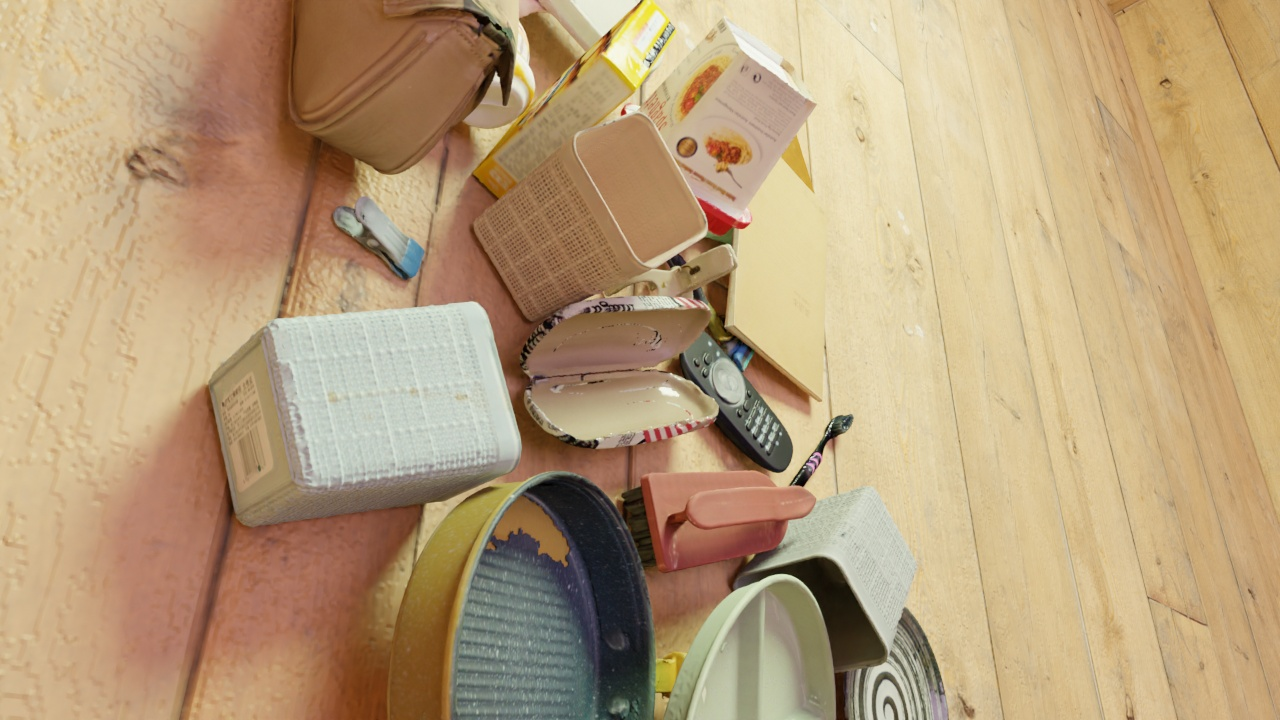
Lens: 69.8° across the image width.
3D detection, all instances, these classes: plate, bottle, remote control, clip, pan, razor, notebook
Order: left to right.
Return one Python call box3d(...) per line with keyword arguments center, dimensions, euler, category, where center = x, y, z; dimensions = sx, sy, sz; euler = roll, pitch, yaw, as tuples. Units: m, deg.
box3d(center=(-0.151, -0.070, 0.530), dimensions=(0.057, 0.028, 0.024), euler=(42, 46, -38), category="clip")
box3d(center=(-0.106, -0.210, 0.611), dimensions=(0.063, 0.063, 0.108), euler=(14, 55, -43), category="bottle")
box3d(center=(0.001, 0.177, 0.515), dimensions=(0.357, 0.078, 0.197), euler=(35, 52, -59), category="pan")
box3d(center=(0.026, -0.054, 0.667), dimensions=(0.098, 0.099, 0.035), euler=(14, 55, -77), category="clip")
box3d(center=(0.044, -0.054, 0.728), dimensions=(0.143, 0.022, 0.042), euler=(53, 39, -17), category="razor")
box3d(center=(0.071, 0.034, 0.711), dimensions=(0.136, 0.024, 0.053), euler=(50, 44, -16), category="remote control")
box3d(center=(0.065, 0.241, 0.540), dimensions=(0.229, 0.028, 0.230), euler=(-2, 93, -58), category="plate")
box3d(center=(0.125, -0.087, 0.807), dimensions=(0.149, 0.012, 0.211), euler=(34, 52, -42), category="notebook")
box3d(center=(0.195, 0.276, 0.715), dimensions=(0.179, 0.024, 0.179), euler=(23, 59, -45), category="plate")

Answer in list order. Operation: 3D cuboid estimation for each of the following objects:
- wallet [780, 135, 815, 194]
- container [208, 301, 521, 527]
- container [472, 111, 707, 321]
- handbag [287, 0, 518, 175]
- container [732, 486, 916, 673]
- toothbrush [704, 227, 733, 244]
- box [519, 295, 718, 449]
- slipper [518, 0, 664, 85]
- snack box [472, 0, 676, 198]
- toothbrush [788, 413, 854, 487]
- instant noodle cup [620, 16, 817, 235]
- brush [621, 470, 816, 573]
box3d(center=(0.124, -0.201, 0.881), dimensions=(0.118, 0.035, 0.130), euler=(-2, 74, -49), category="wallet")
box3d(center=(-0.134, 0.026, 0.442), dimensions=(0.111, 0.090, 0.090), euler=(-4, 74, -45), category="container")
box3d(center=(-0.035, -0.087, 0.588), dimensions=(0.090, 0.111, 0.090), euler=(-38, 100, -50), category="container")
box3d(center=(-0.129, -0.211, 0.521), dimensions=(0.099, 0.148, 0.204), euler=(21, 57, -50), category="handbag")
box3d(center=(0.142, 0.158, 0.677), dimensions=(0.090, 0.090, 0.114), euler=(60, 37, -6), category="container")
box3d(center=(0.068, -0.115, 0.782), dimensions=(0.224, 0.027, 0.026), euler=(7, 103, -45), category="toothbrush")
box3d(center=(-0.004, 0.004, 0.599), dimensions=(0.161, 0.086, 0.075), euler=(-6, 35, -46), category="box")
box3d(center=(-0.094, -0.303, 0.679), dimensions=(0.274, 0.055, 0.114), euler=(37, 46, -24), category="slipper")
box3d(center=(-0.044, -0.167, 0.596), dimensions=(0.033, 0.141, 0.086), euler=(42, 45, -18), category="snack box")
box3d(center=(0.140, 0.092, 0.765), dimensions=(0.188, 0.018, 0.014), euler=(-41, 104, -48), category="toothbrush")
box3d(center=(0.060, -0.182, 0.706), dimensions=(0.116, 0.124, 0.116), euler=(25, 31, -27), category="instant noodle cup")
box3d(center=(0.060, 0.105, 0.627), dimensions=(0.145, 0.069, 0.063), euler=(5, 69, -47), category="brush")
